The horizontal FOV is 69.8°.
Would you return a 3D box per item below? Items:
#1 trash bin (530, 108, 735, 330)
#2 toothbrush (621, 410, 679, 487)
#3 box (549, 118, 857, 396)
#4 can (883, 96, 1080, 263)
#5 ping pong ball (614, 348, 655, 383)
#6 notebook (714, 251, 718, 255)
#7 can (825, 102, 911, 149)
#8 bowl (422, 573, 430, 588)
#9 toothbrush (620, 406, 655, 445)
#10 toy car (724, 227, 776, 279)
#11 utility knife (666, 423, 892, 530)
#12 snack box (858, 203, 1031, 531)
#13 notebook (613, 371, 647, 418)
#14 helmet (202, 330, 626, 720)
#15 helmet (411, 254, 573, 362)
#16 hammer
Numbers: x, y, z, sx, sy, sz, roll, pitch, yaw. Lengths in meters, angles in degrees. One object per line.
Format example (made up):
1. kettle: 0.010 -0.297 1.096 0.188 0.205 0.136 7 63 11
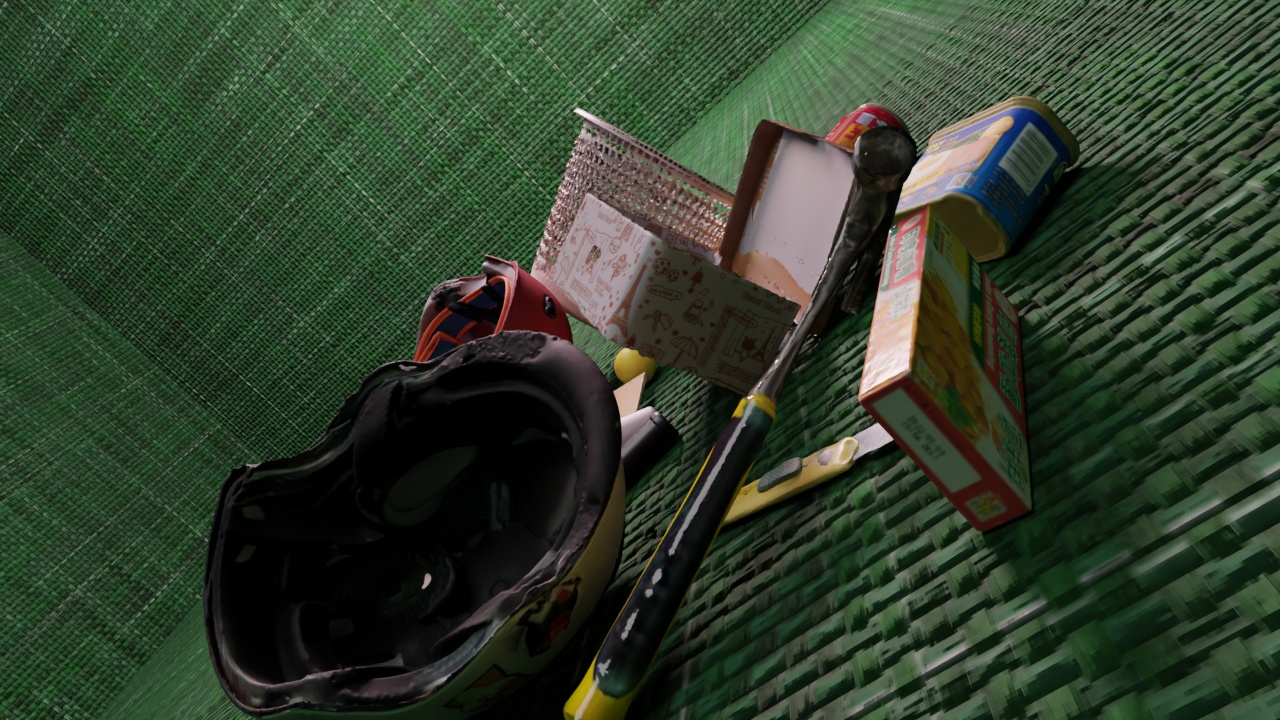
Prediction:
1. trash bin: -0.014 -0.135 0.999 0.192 0.227 0.227 -60 10 11
2. toothbrush: -0.054 0.121 0.700 0.212 0.026 0.027 -45 23 -1
3. box: 0.056 -0.100 0.678 0.194 0.156 0.183 -65 26 12
4. can: 0.202 -0.103 0.566 0.083 0.057 0.102 -51 14 -17
5. ping pong ball: -0.005 0.005 0.884 0.040 0.040 0.040 -41 13 12
6. notebook: 0.115 -0.115 0.967 0.150 0.012 0.211 -42 13 16
7. can: 0.186 -0.172 0.803 0.093 0.066 0.067 -48 14 -16
8. bowl: -0.199 0.203 0.744 0.116 0.066 0.116 -6 47 6
9. toothbrush: -0.084 0.087 0.698 0.220 0.026 0.027 -22 36 -19
10. toy car: 0.110 -0.116 0.835 0.158 0.042 0.070 -65 -18 -11
11. utility knife: 0.083 0.065 0.501 0.207 0.021 0.030 -28 26 37
12. snack box: 0.136 -0.005 0.405 0.027 0.077 0.155 -35 16 34
13. notebook: -0.083 0.100 0.823 0.208 0.008 0.147 -33 21 25
14. helmet: -0.119 0.122 0.575 0.273 0.157 0.230 -35 48 -11
15. helmet: -0.141 0.010 0.934 0.241 0.144 0.206 -18 51 50
16. hammer: 0.055 0.041 0.472 0.322 0.032 0.126 -60 -16 -12
